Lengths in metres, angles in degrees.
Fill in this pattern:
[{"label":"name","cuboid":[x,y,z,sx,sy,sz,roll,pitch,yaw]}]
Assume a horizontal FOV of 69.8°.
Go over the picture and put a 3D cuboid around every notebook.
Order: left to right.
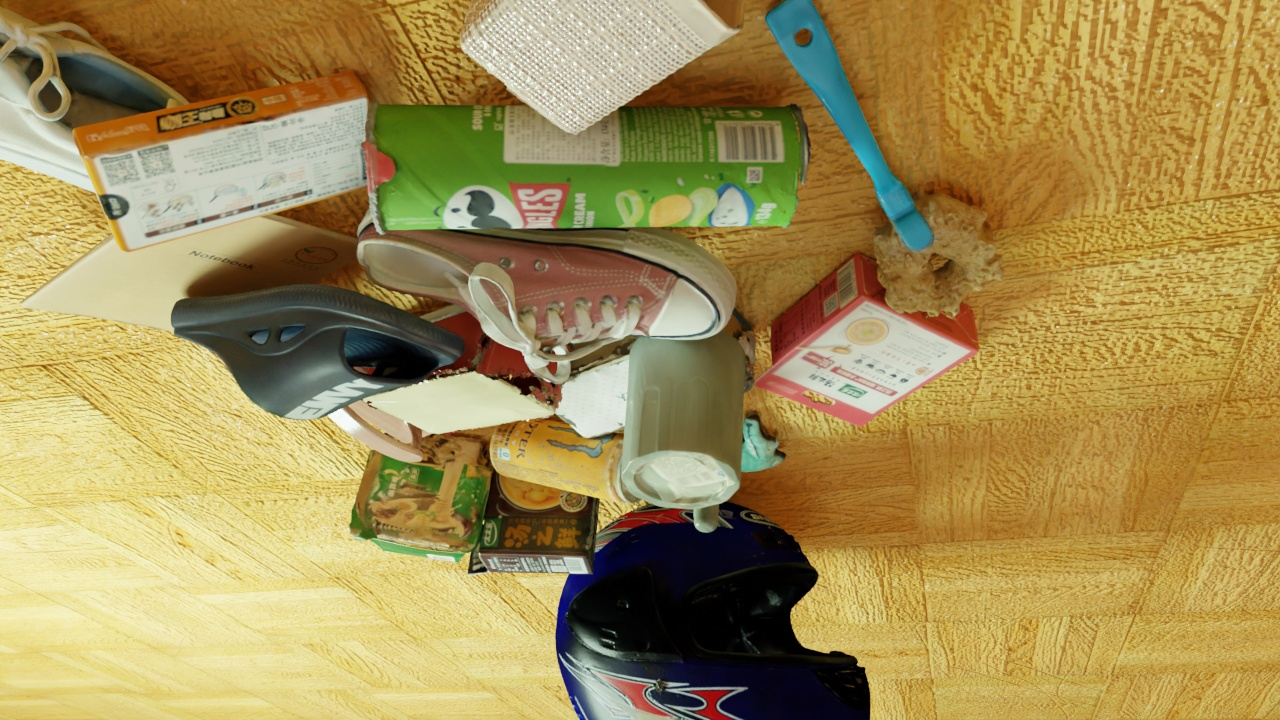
[{"label":"notebook","cuboid":[-0.318,-0.061,0.658,0.208,0.008,0.147,-20,161,31]}]

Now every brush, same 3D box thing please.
[{"label":"brush","cuboid":[-0.231,0.027,0.767,0.063,0.072,0.145,-22,136,33]},{"label":"brush","cuboid":[0.147,-0.112,0.551,0.083,0.045,0.254,-30,130,19]}]

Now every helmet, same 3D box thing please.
[{"label":"helmet","cuboid":[0.066,0.256,0.904,0.316,0.240,0.247,-11,161,34]}]

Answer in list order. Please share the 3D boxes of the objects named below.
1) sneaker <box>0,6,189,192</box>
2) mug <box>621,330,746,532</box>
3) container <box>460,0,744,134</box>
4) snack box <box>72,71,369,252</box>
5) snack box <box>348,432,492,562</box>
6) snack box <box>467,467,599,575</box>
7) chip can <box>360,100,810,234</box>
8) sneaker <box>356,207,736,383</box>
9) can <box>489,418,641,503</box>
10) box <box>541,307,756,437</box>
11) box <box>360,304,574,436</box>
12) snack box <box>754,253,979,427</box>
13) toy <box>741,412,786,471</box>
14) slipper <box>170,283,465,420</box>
[{"label":"sneaker","cuboid":[-0.361,-0.163,0.491,0.242,0.089,0.091,24,156,-31]},{"label":"mug","cuboid":[0.036,0.050,0.644,0.084,0.103,0.124,-8,141,16]},{"label":"container","cuboid":[-0.020,-0.178,0.439,0.090,0.089,0.111,32,139,-34]},{"label":"snack box","cuboid":[-0.232,-0.116,0.532,0.153,0.026,0.075,-22,153,-25]},{"label":"snack box","cuboid":[-0.207,0.143,0.895,0.118,0.117,0.106,10,149,-3]},{"label":"snack box","cuboid":[-0.104,0.147,0.886,0.126,0.113,0.053,0,144,6]},{"label":"chip can","cuboid":[-0.029,-0.108,0.513,0.236,0.072,0.072,-2,146,-7]},{"label":"sneaker","cuboid":[-0.059,-0.037,0.570,0.241,0.087,0.118,11,145,-8]},{"label":"can","cuboid":[-0.061,0.085,0.803,0.146,0.058,0.058,7,151,34]},{"label":"box","cuboid":[-0.004,0.004,0.724,0.185,0.059,0.090,-16,139,29]},{"label":"box","cuboid":[-0.135,0.015,0.702,0.169,0.080,0.091,-12,147,43]},{"label":"snack box","cuboid":[0.165,-0.011,0.692,0.113,0.044,0.127,21,140,-23]},{"label":"toy","cuboid":[0.088,0.083,0.850,0.092,0.030,0.096,-7,136,7]},{"label":"slipper","cuboid":[-0.232,0.002,0.638,0.269,0.083,0.110,2,167,34]}]
